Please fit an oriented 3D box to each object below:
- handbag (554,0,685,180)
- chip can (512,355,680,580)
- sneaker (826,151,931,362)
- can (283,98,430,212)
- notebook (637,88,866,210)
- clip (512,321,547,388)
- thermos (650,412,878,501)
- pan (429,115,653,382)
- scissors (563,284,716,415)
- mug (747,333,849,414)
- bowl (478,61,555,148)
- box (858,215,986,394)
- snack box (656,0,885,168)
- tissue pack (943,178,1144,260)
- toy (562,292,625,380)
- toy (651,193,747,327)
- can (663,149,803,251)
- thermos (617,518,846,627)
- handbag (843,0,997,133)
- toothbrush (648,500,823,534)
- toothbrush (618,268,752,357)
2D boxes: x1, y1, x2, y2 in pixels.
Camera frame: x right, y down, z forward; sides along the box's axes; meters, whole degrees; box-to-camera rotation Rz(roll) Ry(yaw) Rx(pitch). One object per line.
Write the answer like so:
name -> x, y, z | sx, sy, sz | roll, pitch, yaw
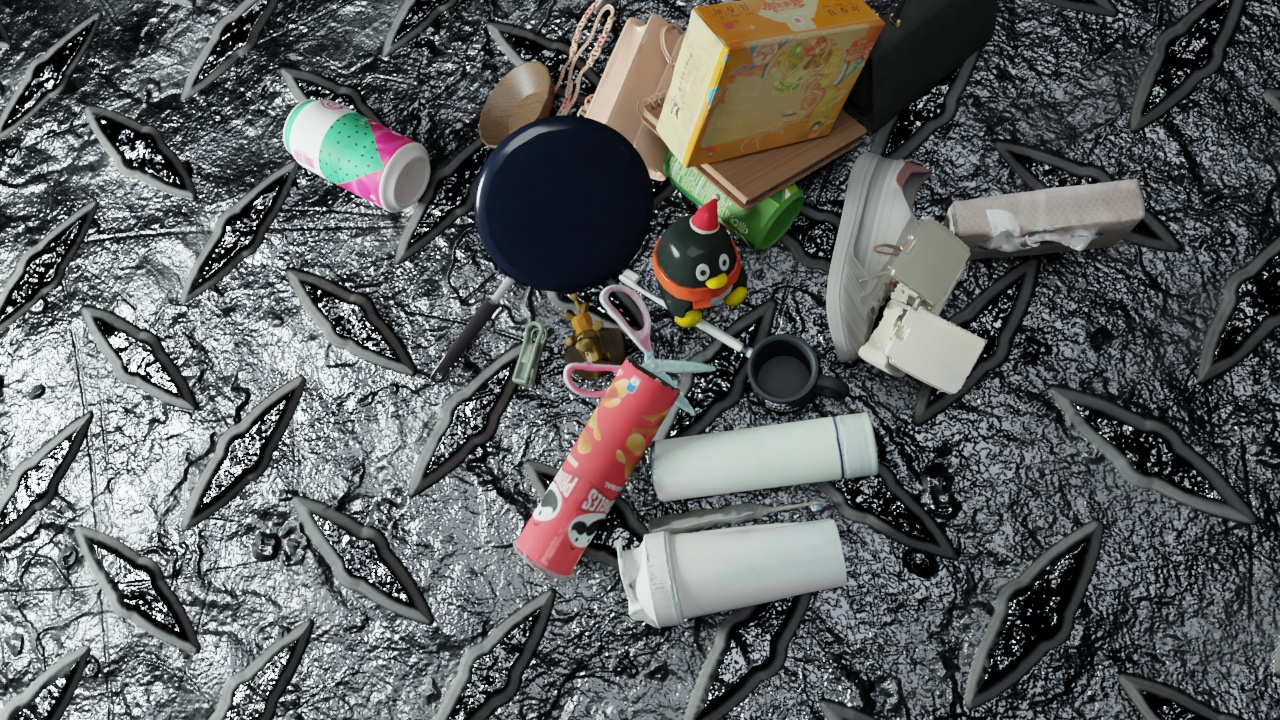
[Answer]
handbag -> -0.014, -0.320, 1.089 | 0.187, 0.116, 0.198 | 18, 85, 51
chip can -> -0.044, 0.112, 0.960 | 0.073, 0.073, 0.233 | 32, 95, 15
sneaker -> 0.258, -0.109, 0.964 | 0.090, 0.099, 0.236 | 6, 77, 26
can -> -0.340, -0.248, 1.103 | 0.166, 0.088, 0.088 | 28, 84, 14
notebook -> 0.123, -0.261, 1.002 | 0.209, 0.022, 0.169 | -33, 69, -33
clip -> -0.125, -0.007, 1.044 | 0.023, 0.047, 0.076 | 11, 76, 10
thermos -> 0.128, 0.101, 0.956 | 0.230, 0.068, 0.068 | -9, 76, 9
pan -> -0.130, -0.108, 1.025 | 0.198, 0.021, 0.357 | 33, 105, -26
scissors -> 0.003, -0.013, 0.994 | 0.172, 0.014, 0.158 | 2, 90, -13
mug -> 0.166, 0.020, 0.961 | 0.105, 0.077, 0.071 | 15, 81, 13
bowl -> -0.142, -0.298, 1.095 | 0.118, 0.030, 0.117 | -19, 59, 33
box -> 0.283, -0.046, 0.879 | 0.101, 0.194, 0.143 | 30, 97, 28
snack box -> 0.123, -0.289, 0.915 | 0.194, 0.145, 0.080 | -19, 62, -27
tissue pack -> 0.407, -0.134, 0.940 | 0.181, 0.104, 0.071 | -2, 79, 8
toy -> -0.057, -0.029, 1.018 | 0.076, 0.062, 0.100 | -28, 83, 22
toy -> 0.061, -0.110, 0.987 | 0.097, 0.119, 0.099 | -26, 63, -12
can -> 0.102, -0.194, 1.016 | 0.144, 0.083, 0.083 | 41, 87, 16
thermos -> 0.092, 0.213, 0.928 | 0.220, 0.099, 0.099 | -9, 76, 4
handbag -> 0.295, -0.360, 0.960 | 0.176, 0.196, 0.072 | -39, 74, 0
toothbrush -> 0.100, 0.164, 0.972 | 0.186, 0.022, 0.024 | -11, 79, 6
toothbrush -> 0.055, -0.052, 1.031 | 0.187, 0.012, 0.017 | 32, 81, 15
